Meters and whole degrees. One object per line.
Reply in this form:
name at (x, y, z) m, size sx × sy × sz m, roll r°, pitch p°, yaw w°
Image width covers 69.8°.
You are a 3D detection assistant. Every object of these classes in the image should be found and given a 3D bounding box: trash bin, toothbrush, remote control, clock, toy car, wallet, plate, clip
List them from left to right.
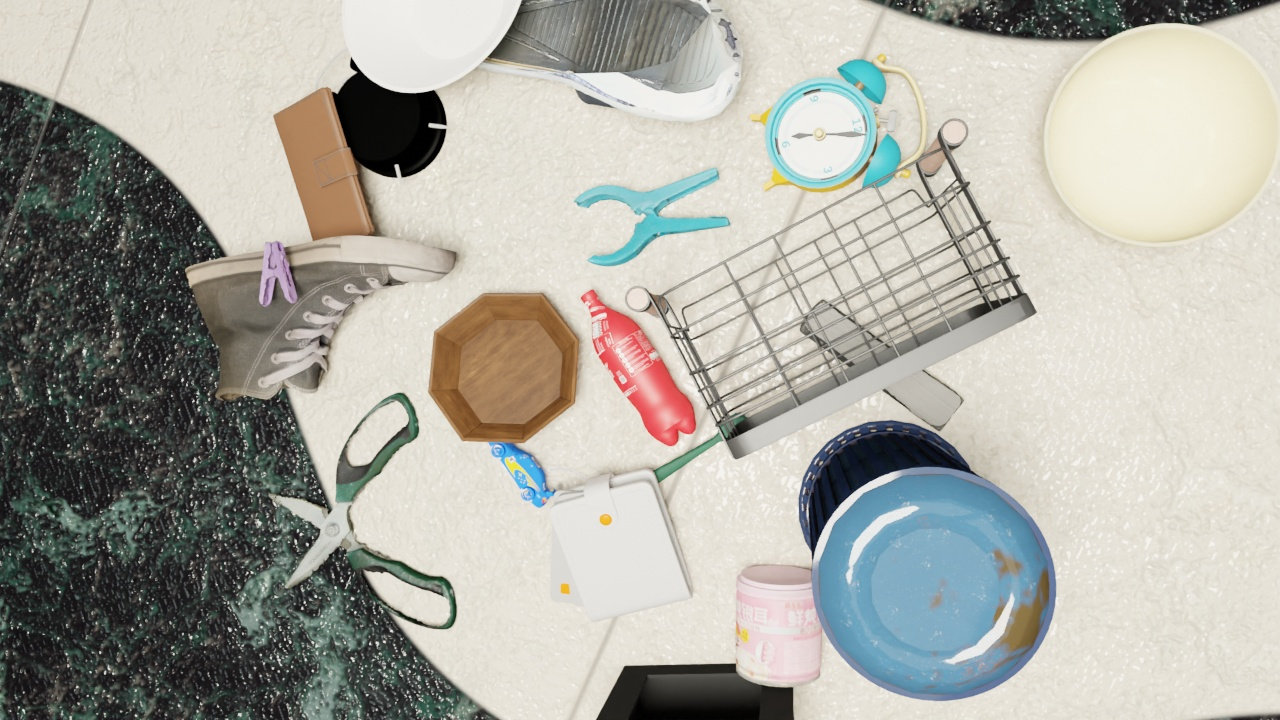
clip at (-0.284, -0.067, 0.712) m, size 0.029 × 0.013 × 0.050 m, roll -7°, pitch 90°, yaw 13°
wallet at (-0.266, -0.157, 0.768) m, size 0.088 × 0.013 × 0.121 m, roll -7°, pitch 102°, yaw 41°
clock at (-0.222, -0.209, 0.771) m, size 0.120 × 0.042 × 0.091 m, roll 44°, pitch 98°, yaw 6°
plate at (-0.157, -0.291, 0.734) m, size 0.174 × 0.036 × 0.174 m, roll -3°, pitch 82°, yaw 23°
plate at (-0.109, 0.008, 0.754) m, size 0.131 × 0.025 × 0.131 m, roll -2°, pitch 78°, yaw 9°
toy car at (-0.078, 0.085, 0.759) m, size 0.062 × 0.033 × 0.092 m, roll -35°, pitch 89°, yaw 2°
wallet at (-0.030, 0.152, 0.740) m, size 0.115 × 0.037 × 0.118 m, roll -16°, pitch 104°, yaw 10°
clip at (0.001, -0.134, 0.744) m, size 0.130 × 0.030 × 0.120 m, roll -31°, pitch 81°, yaw 9°
toothbrush at (0.008, 0.096, 0.752) m, size 0.190 × 0.017 × 0.016 m, roll -33°, pitch 103°, yaw 11°
trash bin at (0.050, 0.336, 0.686) m, size 0.140 × 0.139 × 0.172 m, roll -5°, pitch 90°, yaw 10°
clock at (0.153, -0.177, 0.708) m, size 0.130 × 0.043 × 0.099 m, roll -12°, pitch 89°, yaw 17°
remote control at (0.187, 0.002, 0.719) m, size 0.136 × 0.013 × 0.033 m, roll 37°, pitch 96°, yaw 7°
trash bin at (0.175, 0.119, 0.604) m, size 0.139 × 0.249 × 0.139 m, roll 0°, pitch 91°, yaw 10°

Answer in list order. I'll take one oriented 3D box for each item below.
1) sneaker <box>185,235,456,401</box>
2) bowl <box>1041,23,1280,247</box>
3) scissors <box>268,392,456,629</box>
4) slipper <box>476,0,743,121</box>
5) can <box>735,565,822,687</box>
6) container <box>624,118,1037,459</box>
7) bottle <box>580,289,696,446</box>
sneaker at (-0.257, -0.037, 0.758) m, size 0.235 × 0.095 × 0.120 m, roll -9°, pitch 92°, yaw 8°
bowl at (0.358, -0.153, 0.655) m, size 0.151 × 0.075 × 0.151 m, roll 0°, pitch 92°, yaw 9°
scissors at (-0.221, 0.145, 0.794) m, size 0.206 × 0.015 × 0.202 m, roll 39°, pitch 97°, yaw 5°
slipper at (-0.034, -0.254, 0.730) m, size 0.264 × 0.063 × 0.111 m, roll 18°, pitch 91°, yaw 21°
can at (0.107, 0.203, 0.711) m, size 0.067 × 0.067 × 0.076 m, roll 1°, pitch 92°, yaw 10°
container at (0.130, -0.042, 0.637) m, size 0.241 × 0.162 × 0.130 m, roll -27°, pitch 87°, yaw 8°
bottle at (-0.004, 0.004, 0.738) m, size 0.042 × 0.042 × 0.141 m, roll -34°, pitch 85°, yaw 9°
